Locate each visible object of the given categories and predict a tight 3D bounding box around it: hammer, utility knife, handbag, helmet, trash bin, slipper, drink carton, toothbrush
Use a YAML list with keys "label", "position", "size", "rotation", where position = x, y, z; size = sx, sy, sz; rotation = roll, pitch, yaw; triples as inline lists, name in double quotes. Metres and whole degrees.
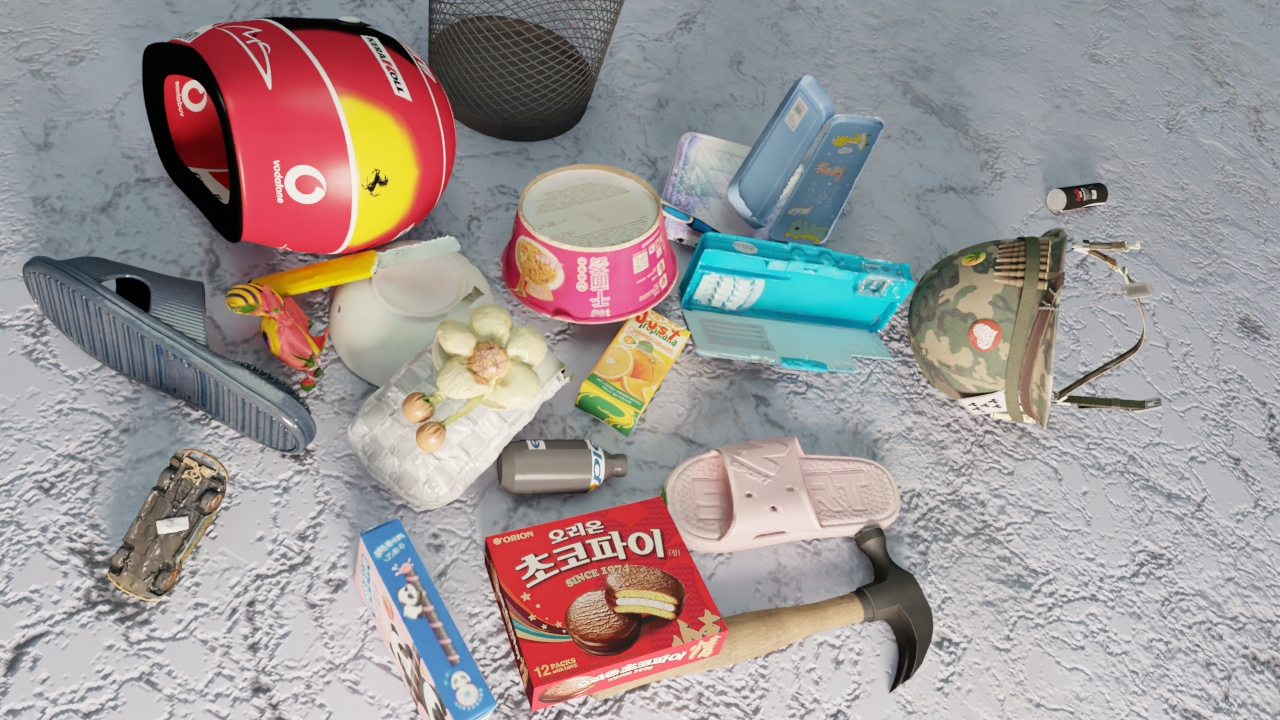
- label: "hammer"
  position: [0.101, 0.228, 0.755]
  size: [0.305, 0.040, 0.132]
  rotation: [-8, 56, -21]
- label: "utility knife"
  position: [-0.254, -0.077, 0.790]
  size: [0.228, 0.019, 0.030]
  rotation: [-11, 65, 22]
- label: "handbag"
  position: [-0.150, 0.035, 0.735]
  size: [0.112, 0.123, 0.171]
  rotation: [42, 80, 0]
- label: "helmet"
  position: [0.393, -0.030, 0.916]
  size: [0.236, 0.193, 0.223]
  rotation: [-7, 33, 6]
- label: "trash bin"
  position: [-0.125, -0.386, 0.985]
  size: [0.217, 0.228, 0.217]
  rotation: [8, 54, -12]
- label: "handbag"
  position: [0.101, -0.168, 1.011]
  size: [0.158, 0.069, 0.126]
  rotation: [16, 67, -6]
- label: "slipper"
  position: [-0.365, -0.022, 0.741]
  size: [0.263, 0.101, 0.082]
  rotation: [30, 54, 0]
- label: "drink carton"
  position: [-0.005, 0.005, 0.870]
  size: [0.058, 0.041, 0.122]
  rotation: [30, 52, 4]
- label: "slipper"
  position: [0.134, 0.114, 0.825]
  size: [0.239, 0.065, 0.094]
  rotation: [1, 56, -19]
- label: "helmet"
  position: [-0.287, -0.207, 0.826]
  size: [0.224, 0.198, 0.271]
  rotation: [-18, 39, -36]
- label: "toothbrush"
  position: [0.054, -0.146, 0.953]
  size: [0.189, 0.017, 0.016]
  rotation: [27, 85, 4]

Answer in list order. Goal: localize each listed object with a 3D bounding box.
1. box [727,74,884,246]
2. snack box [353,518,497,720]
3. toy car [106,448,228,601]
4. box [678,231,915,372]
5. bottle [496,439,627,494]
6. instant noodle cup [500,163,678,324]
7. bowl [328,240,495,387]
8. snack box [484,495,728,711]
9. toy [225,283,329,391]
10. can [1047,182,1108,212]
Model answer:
- label: "box"
  position: [0.176, -0.210, 0.984]
  size: [0.122, 0.047, 0.209]
  rotation: [32, 62, -1]
- label: "snack box"
  position: [-0.159, 0.199, 0.659]
  size: [0.033, 0.088, 0.154]
  rotation: [-21, 65, -32]
- label: "toy car"
  position: [-0.343, 0.121, 0.682]
  size: [0.047, 0.047, 0.112]
  rotation: [27, 82, 3]
- label: "box"
  position: [0.160, -0.043, 0.922]
  size: [0.226, 0.097, 0.116]
  rotation: [7, 53, -13]
- label: "bottle"
  position: [-0.066, 0.091, 0.788]
  size: [0.112, 0.047, 0.047]
  rotation: [1, 56, -16]
- label: "instant noodle cup"
  position: [-0.049, -0.124, 0.896]
  size: [0.178, 0.078, 0.178]
  rotation: [2, 46, -2]
- label: "bowl"
  position: [-0.201, -0.051, 0.828]
  size: [0.153, 0.073, 0.153]
  rotation: [9, 54, -13]
- label: "snack box"
  position: [-0.031, 0.184, 0.719]
  size: [0.152, 0.036, 0.132]
  rotation: [-10, 46, -21]
- label: "toy"
  position: [-0.299, -0.027, 0.770]
  size: [0.103, 0.046, 0.084]
  rotation: [50, 13, -17]
- label: "can"
  position: [0.577, -0.215, 1.210]
  size: [0.080, 0.032, 0.031]
  rotation: [-11, 60, -24]
